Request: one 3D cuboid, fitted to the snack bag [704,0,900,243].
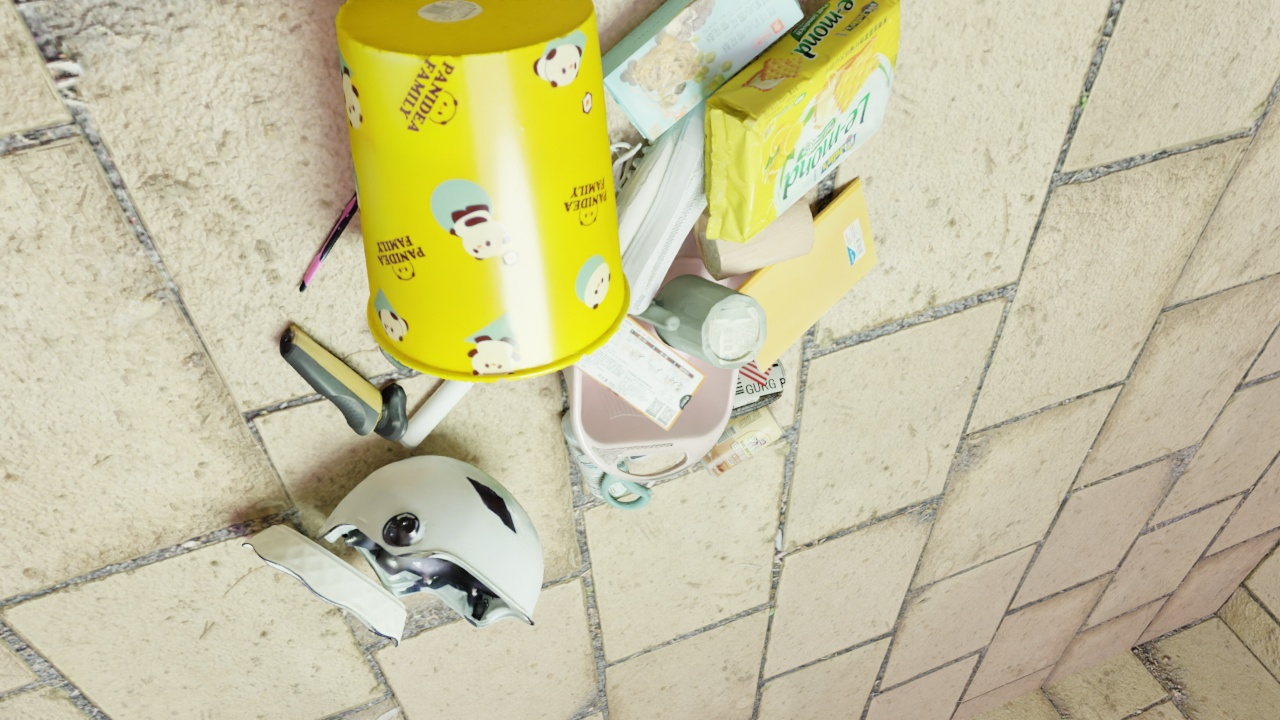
[{"bbox_3d":[0.148,-0.232,0.852,0.246,0.068,0.158,-41,153,-20],"label":"snack bag"}]

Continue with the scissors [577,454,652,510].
[{"bbox_3d":[0.011,0.117,1.128,0.181,0.019,0.170,-27,136,0],"label":"scissors"}]

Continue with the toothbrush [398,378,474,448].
[{"bbox_3d":[-0.190,0.016,0.998,0.026,0.026,0.221,36,110,-23],"label":"toothbrush"}]

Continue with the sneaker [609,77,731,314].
[{"bbox_3d":[0.013,-0.169,0.890,0.242,0.091,0.089,-62,160,8],"label":"sneaker"}]

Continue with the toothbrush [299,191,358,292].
[{"bbox_3d":[-0.260,-0.130,0.822,0.017,0.014,0.190,8,129,-50],"label":"toothbrush"}]

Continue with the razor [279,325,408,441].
[{"bbox_3d":[-0.299,0.022,0.933,0.067,0.062,0.167,-54,135,-16],"label":"razor"}]

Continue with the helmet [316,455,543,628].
[{"bbox_3d":[-0.213,0.193,1.037,0.259,0.145,0.229,6,148,27],"label":"helmet"}]

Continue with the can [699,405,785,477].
[{"bbox_3d":[0.132,0.105,1.239,0.116,0.058,0.058,-33,139,6],"label":"can"}]

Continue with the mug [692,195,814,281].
[{"bbox_3d":[0.111,-0.154,0.951,0.103,0.084,0.125,-19,107,-9],"label":"mug"}]

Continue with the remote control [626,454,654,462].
[{"bbox_3d":[-0.003,0.075,1.164,0.058,0.021,0.150,-23,138,-6],"label":"remote control"}]

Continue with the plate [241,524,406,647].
[{"bbox_3d":[-0.351,0.252,1.045,0.045,0.205,0.205,-57,145,-22],"label":"plate"}]

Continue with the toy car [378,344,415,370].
[{"bbox_3d":[-0.205,-0.036,0.921,0.120,0.045,0.053,-32,137,-4],"label":"toy car"}]

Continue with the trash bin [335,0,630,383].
[{"bbox_3d":[-0.123,-0.151,0.728,0.229,0.229,0.256,-14,132,-16],"label":"trash bin"}]

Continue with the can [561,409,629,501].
[{"bbox_3d":[-0.053,0.116,1.150,0.058,0.058,0.147,-24,139,-5],"label":"can"}]

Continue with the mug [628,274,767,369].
[{"bbox_3d":[0.054,-0.042,0.949,0.123,0.103,0.084,6,102,-29],"label":"mug"}]

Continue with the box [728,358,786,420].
[{"bbox_3d":[0.105,0.048,1.173,0.162,0.076,0.088,-18,160,-15],"label":"box"}]

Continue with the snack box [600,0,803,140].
[{"bbox_3d":[0.049,-0.278,0.799,0.175,0.051,0.074,-38,123,11],"label":"snack box"}]

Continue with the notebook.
[{"bbox_3d":[0.194,-0.094,1.060,0.206,0.010,0.146,-43,140,-11],"label":"notebook"}]

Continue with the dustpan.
[{"bbox_3d":[0.027,-0.005,1.010,0.222,0.138,0.274,-4,134,-25],"label":"dustpan"}]

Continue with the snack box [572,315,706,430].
[{"bbox_3d":[-0.006,0.006,0.976,0.153,0.026,0.075,36,88,-29],"label":"snack box"}]
